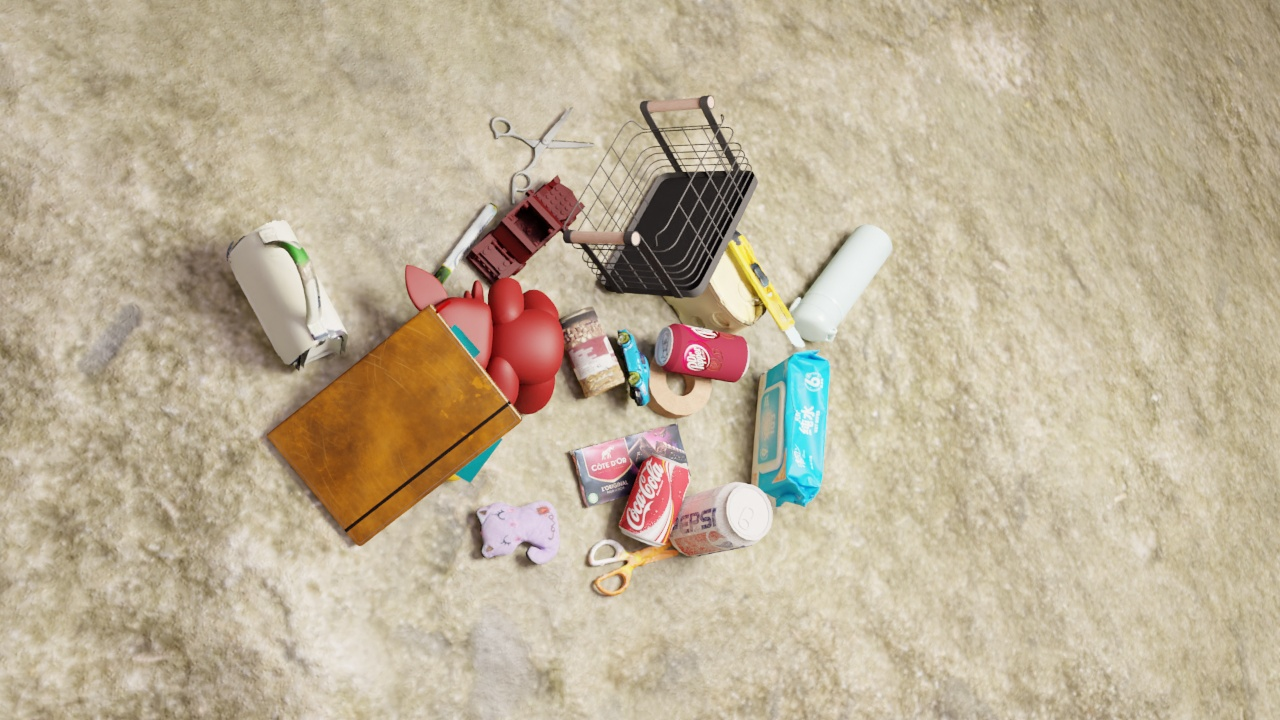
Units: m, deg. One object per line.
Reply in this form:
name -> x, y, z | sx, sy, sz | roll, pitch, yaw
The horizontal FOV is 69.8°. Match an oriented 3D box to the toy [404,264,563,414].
toy -> -0.186, -0.021, 1.079 | 0.197, 0.121, 0.158 | 7, 85, -29

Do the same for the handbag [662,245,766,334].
handbag -> 0.104, -0.086, 1.226 | 0.081, 0.119, 0.111 | -31, 90, -29

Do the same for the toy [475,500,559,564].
toy -> -0.142, 0.205, 1.086 | 0.099, 0.037, 0.080 | -4, 77, -26

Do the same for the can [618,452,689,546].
can -> 0.019, 0.172, 1.138 | 0.064, 0.064, 0.104 | 23, 85, -17

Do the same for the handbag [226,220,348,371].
handbag -> -0.375, -0.075, 0.976 | 0.073, 0.176, 0.151 | -27, 89, -26

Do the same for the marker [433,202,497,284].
marker -> -0.223, -0.142, 1.151 | 0.017, 0.017, 0.146 | 36, 65, -12

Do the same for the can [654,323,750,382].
can -> 0.081, -0.009, 1.193 | 0.114, 0.063, 0.063 | 10, 73, -22

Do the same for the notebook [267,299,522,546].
notebook -> -0.258, 0.075, 1.008 | 0.249, 0.014, 0.178 | -38, 94, 5

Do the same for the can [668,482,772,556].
can -> 0.096, 0.197, 1.134 | 0.078, 0.136, 0.078 | 10, 69, -27

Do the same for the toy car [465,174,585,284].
toy car -> -0.140, -0.171, 1.170 | 0.070, 0.062, 0.169 | 46, 63, -7

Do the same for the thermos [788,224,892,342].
thermos -> 0.294, -0.112, 1.347 | 0.078, 0.065, 0.206 | 34, 64, 13

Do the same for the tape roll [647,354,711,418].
tape roll -> 0.047, 0.029, 1.221 | 0.094, 0.027, 0.094 | 6, 74, -23

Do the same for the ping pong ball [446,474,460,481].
ping pong ball -> -0.220, 0.121, 1.070 | 0.040, 0.040, 0.040 | 6, 74, -23

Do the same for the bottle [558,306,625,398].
bottle -> -0.064, -0.010, 1.166 | 0.056, 0.056, 0.105 | -22, 87, -27

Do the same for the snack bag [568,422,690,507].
snack bag -> -0.010, 0.133, 1.175 | 0.155, 0.018, 0.074 | -13, 85, -25

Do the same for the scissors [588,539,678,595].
scissors -> -0.007, 0.242, 1.152 | 0.131, 0.013, 0.073 | -19, 82, -31

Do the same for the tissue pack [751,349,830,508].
tissue pack -> 0.199, 0.096, 1.223 | 0.066, 0.117, 0.209 | 11, 72, -15

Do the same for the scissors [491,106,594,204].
scissors -> -0.136, -0.277, 1.228 | 0.141, 0.014, 0.171 | 17, 71, -16

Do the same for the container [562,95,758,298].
container -> 0.025, -0.204, 1.171 | 0.130, 0.163, 0.240 | 52, 56, -43

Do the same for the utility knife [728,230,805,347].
utility knife -> 0.162, -0.091, 1.181 | 0.030, 0.017, 0.175 | -32, 93, -29

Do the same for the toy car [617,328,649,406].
toy car -> -0.007, 0.007, 1.180 | 0.032, 0.048, 0.105 | -15, 66, -5
